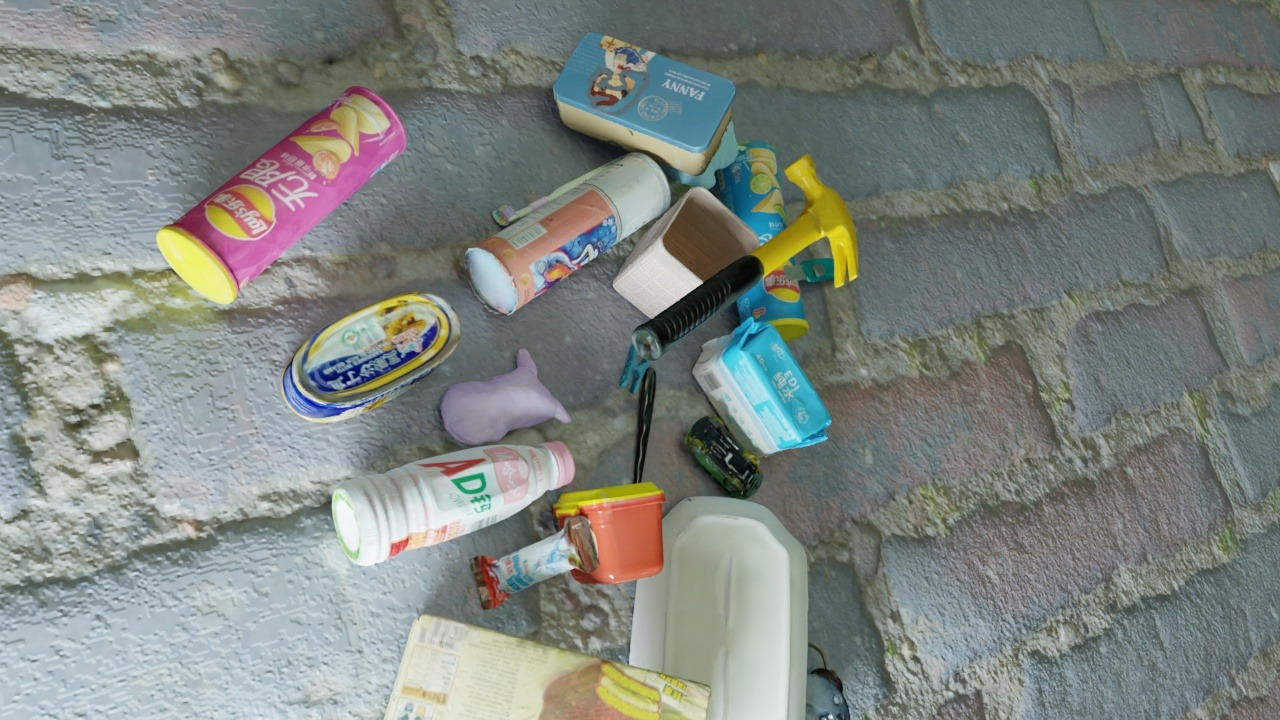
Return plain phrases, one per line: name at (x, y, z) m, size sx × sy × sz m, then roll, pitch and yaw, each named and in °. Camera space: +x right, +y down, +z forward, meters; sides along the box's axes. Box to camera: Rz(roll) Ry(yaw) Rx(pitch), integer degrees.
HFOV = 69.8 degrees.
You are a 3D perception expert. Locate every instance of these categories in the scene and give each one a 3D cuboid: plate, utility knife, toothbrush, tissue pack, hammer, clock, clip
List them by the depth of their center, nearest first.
plate at (0.073, 0.246, 0.809) m, size 0.162 × 0.034 × 0.265 m, roll 8°, pitch 67°, yaw -4°
hammer at (0.102, -0.083, 0.841) m, size 0.299 × 0.033 × 0.129 m, roll -36°, pitch 93°, yaw -35°
clock at (0.150, 0.322, 0.851) m, size 0.082 × 0.055 × 0.121 m, roll 26°, pitch 61°, yaw -19°
toothbrush at (0.002, 0.089, 0.869) m, size 0.015 × 0.018 × 0.180 m, roll 17°, pitch 64°, yaw -22°
clip at (-0.005, 0.006, 0.894) m, size 0.042 × 0.014 × 0.056 m, roll 31°, pitch 58°, yaw -18°
tissue pack at (0.121, 0.030, 0.914) m, size 0.063 × 0.090 × 0.140 m, roll -35°, pitch 93°, yaw -35°
toothbrush at (-0.068, -0.175, 0.917) m, size 0.189 × 0.029 × 0.020 m, roll -33°, pitch 134°, yaw -36°
utility knife at (0.190, -0.096, 0.990) m, size 0.215 × 0.013 × 0.029 m, roll -16°, pitch 79°, yaw -62°

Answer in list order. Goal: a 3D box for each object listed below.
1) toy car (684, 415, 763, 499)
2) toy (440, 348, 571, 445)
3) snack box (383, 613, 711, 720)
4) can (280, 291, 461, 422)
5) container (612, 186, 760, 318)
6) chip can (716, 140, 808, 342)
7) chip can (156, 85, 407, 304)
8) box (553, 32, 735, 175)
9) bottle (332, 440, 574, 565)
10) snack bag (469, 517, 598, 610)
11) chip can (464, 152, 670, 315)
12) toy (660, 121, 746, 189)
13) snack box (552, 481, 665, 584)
toy car at (0.080, 0.096, 0.899) m, size 0.091 × 0.036 × 0.043 m, roll 49°, pitch 57°, yaw -8°
toy at (-0.124, 0.036, 0.799) m, size 0.107 × 0.039 × 0.084 m, roll -21°, pitch 67°, yaw -31°
snack box at (-0.072, 0.279, 0.700) m, size 0.240 × 0.063 × 0.114 m, roll 17°, pitch 65°, yaw -11°
can at (-0.218, -0.005, 0.750) m, size 0.147 × 0.049 × 0.074 m, roll -30°, pitch 90°, yaw -35°
container at (0.040, -0.095, 0.896) m, size 0.090 × 0.111 × 0.089 m, roll 38°, pitch 58°, yaw -14°
chip can at (0.128, -0.126, 0.984) m, size 0.071 × 0.071 × 0.210 m, roll 3°, pitch 72°, yaw -30°
chip can at (-0.283, -0.139, 0.745) m, size 0.071 × 0.072 × 0.210 m, roll 44°, pitch 57°, yaw -11°
box at (0.009, -0.252, 0.910) m, size 0.184 × 0.061 × 0.089 m, roll 21°, pitch 74°, yaw 13°
bottle at (-0.145, 0.106, 0.746) m, size 0.196 × 0.068 × 0.068 m, roll -14°, pitch 81°, yaw -36°
snack bag at (-0.088, 0.167, 0.755) m, size 0.026 × 0.104 × 0.048 m, roll 7°, pitch 63°, yaw -74°
chip can at (-0.065, -0.123, 0.868) m, size 0.214 × 0.071 × 0.071 m, roll -38°, pitch 94°, yaw -34°
toy at (0.034, -0.246, 0.966) m, size 0.156 × 0.050 × 0.161 m, roll -1°, pitch 64°, yaw -5°
snack box at (-0.026, 0.149, 0.788) m, size 0.081 × 0.091 × 0.080 m, roll -3°, pitch 82°, yaw -32°
